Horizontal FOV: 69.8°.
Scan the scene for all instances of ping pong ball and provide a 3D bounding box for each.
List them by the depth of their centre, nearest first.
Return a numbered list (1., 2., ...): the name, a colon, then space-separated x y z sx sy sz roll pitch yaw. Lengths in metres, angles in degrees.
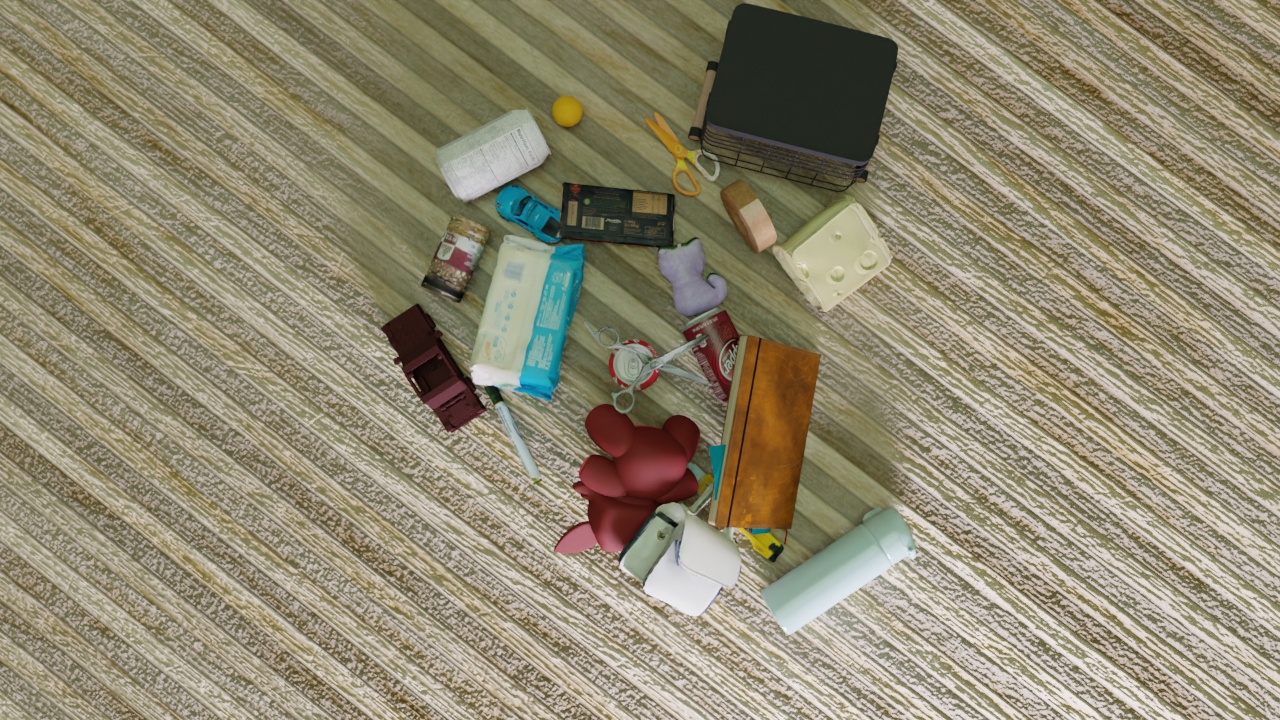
1. ping pong ball: -0.097 -0.331 1.217 0.040 0.040 0.040 0 88 1

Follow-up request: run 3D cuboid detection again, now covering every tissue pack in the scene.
1. tissue pack: -0.145 -0.060 1.197 0.117 0.066 0.209 13 87 3

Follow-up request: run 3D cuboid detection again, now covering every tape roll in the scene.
1. tape roll: 0.139 -0.185 1.178 0.027 0.094 0.094 -32 87 0

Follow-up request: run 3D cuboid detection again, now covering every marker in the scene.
1. marker: -0.168 0.097 1.216 0.017 0.017 0.146 -26 88 0

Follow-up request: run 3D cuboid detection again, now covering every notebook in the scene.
1. notebook: 0.152 0.101 1.147 0.014 0.178 0.249 8 88 45

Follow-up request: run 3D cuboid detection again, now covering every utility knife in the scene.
1. utility knife: 0.120 0.197 1.207 0.175 0.017 0.030 44 81 6

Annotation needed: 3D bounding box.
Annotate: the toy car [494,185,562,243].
1. toy car: -0.146 -0.195 1.218 0.105 0.032 0.048 32 90 4

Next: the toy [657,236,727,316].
1. toy: 0.070 -0.111 1.208 0.080 0.036 0.099 -18 92 -9

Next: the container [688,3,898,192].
1. container: 0.193 -0.324 1.158 0.241 0.130 0.162 15 83 2

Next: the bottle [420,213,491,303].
1. bottle: -0.242 -0.134 1.206 0.056 0.056 0.105 24 89 2

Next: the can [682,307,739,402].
1. can: 0.105 -0.007 1.188 0.063 0.063 0.114 -28 87 0

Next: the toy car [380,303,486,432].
1. toy car: -0.274 0.010 1.199 0.070 0.062 0.170 -33 87 0

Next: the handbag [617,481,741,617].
1. handbag: 0.076 0.223 1.137 0.074 0.151 0.176 32 83 43

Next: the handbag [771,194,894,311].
1. handbag: 0.250 -0.139 1.181 0.119 0.081 0.111 -39 100 -3

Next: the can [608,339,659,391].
1. can: -0.007 0.007 1.170 0.064 0.105 0.064 0 88 1

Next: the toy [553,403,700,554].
1. toy: -0.012 0.162 1.157 0.158 0.120 0.197 10 111 -24

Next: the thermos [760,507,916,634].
1. thermos: 0.255 0.267 1.174 0.207 0.065 0.078 -34 51 0

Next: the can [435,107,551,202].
1. can: -0.192 -0.269 1.199 0.136 0.078 0.078 -27 87 0

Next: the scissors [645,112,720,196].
1. scissors: 0.056 -0.285 1.225 0.073 0.012 0.131 -31 88 -1

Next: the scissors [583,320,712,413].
1. scissors: 0.004 -0.005 1.110 0.171 0.014 0.141 41 92 4

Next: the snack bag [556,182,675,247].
1. snack bag: -0.030 -0.191 1.211 0.155 0.018 0.074 5 87 -8
